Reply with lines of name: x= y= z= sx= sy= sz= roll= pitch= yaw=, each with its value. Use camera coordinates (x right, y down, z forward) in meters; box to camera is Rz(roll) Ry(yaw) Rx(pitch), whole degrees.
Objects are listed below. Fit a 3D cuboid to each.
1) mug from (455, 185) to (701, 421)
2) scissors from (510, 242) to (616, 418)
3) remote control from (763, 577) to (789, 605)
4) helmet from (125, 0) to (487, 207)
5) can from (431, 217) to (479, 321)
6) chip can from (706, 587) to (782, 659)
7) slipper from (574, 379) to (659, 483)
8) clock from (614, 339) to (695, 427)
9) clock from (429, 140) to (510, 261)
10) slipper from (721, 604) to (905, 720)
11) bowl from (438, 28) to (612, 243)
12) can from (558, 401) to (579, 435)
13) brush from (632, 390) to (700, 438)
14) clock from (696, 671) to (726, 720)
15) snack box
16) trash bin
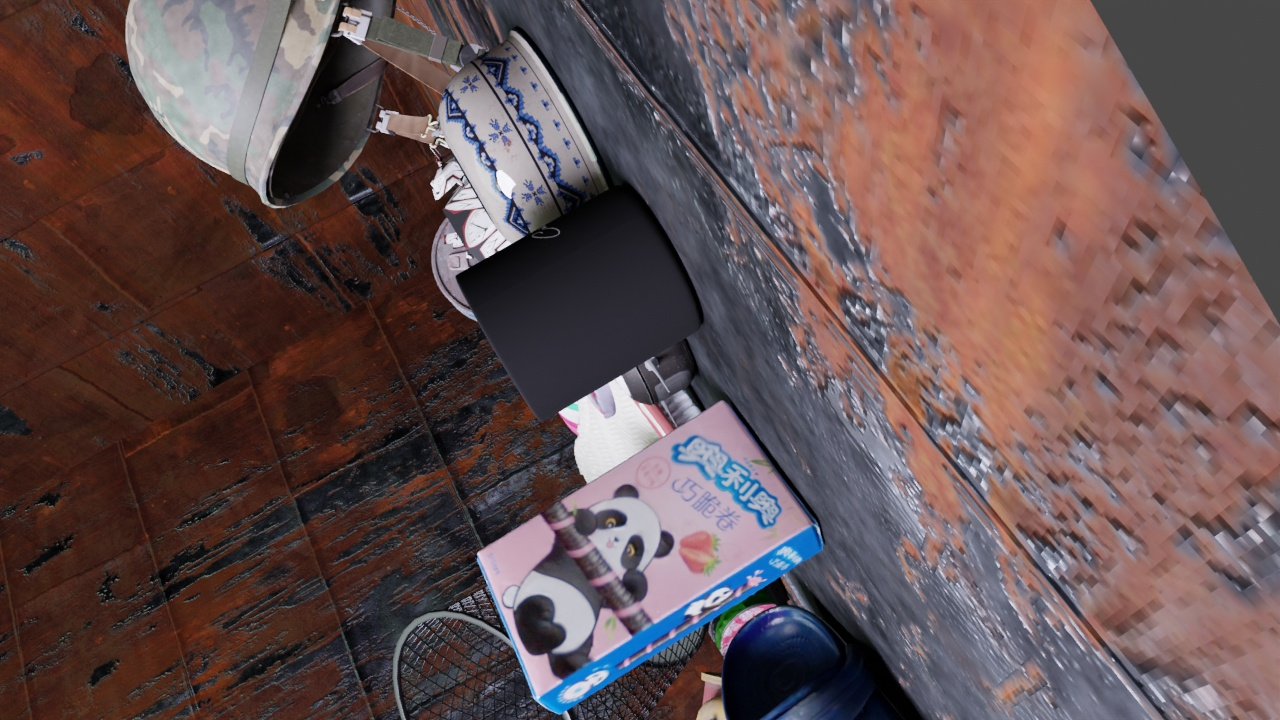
mug: x=-0.032 y=-0.030 z=0.444 sx=0.078 sy=0.088 sz=0.113 roll=61 pitch=175 yaw=-15
scissors: x=-0.058 y=-0.031 z=0.591 sx=0.168 sy=0.014 sz=0.170 roll=67 pitch=171 yaw=-26
remote control: x=0.087 y=0.157 z=0.794 sx=0.034 sy=0.013 sz=0.150 roll=62 pitch=175 yaw=-25
helmet: x=-0.212 y=-0.213 z=0.628 sx=0.236 sy=0.224 sz=0.193 roll=35 pitch=171 yaw=-5
can: x=-0.151 y=-0.105 z=0.966 sx=0.130 sy=0.130 sz=0.044 roll=59 pitch=176 yaw=6
chip can: x=0.070 y=0.202 z=0.881 sx=0.075 sy=0.075 sz=0.223 roll=62 pitch=175 yaw=-25
slipper: x=-0.005 y=0.058 z=0.737 sx=0.114 sy=0.053 sz=0.273 roll=33 pitch=152 yaw=21
clock: x=-0.010 y=-0.021 z=0.539 sx=0.122 sy=0.043 sz=0.091 roll=58 pitch=175 yaw=20
clock: x=-0.125 y=-0.119 z=0.767 sx=0.154 sy=0.065 sz=0.114 roll=50 pitch=-165 yaw=2
slipper: x=0.092 y=0.208 z=0.488 sx=0.095 sy=0.105 sz=0.252 roll=54 pitch=180 yaw=-19
bowl: x=-0.064 y=-0.107 z=0.486 sx=0.115 sy=0.059 sz=0.115 roll=59 pitch=175 yaw=8
can: x=-0.043 y=0.023 z=0.874 sx=0.088 sy=0.088 sz=0.166 roll=59 pitch=175 yaw=14
brush: x=-0.004 y=0.004 z=0.600 sx=0.172 sy=0.030 sz=0.041 roll=52 pitch=171 yaw=3
clock: x=0.101 y=0.306 z=0.747 sx=0.159 sy=0.117 sz=0.081 roll=56 pitch=-139 yaw=-70
snack box: x=0.002 y=0.095 z=0.458 sx=0.088 sy=0.154 sz=0.033 roll=57 pitch=178 yaw=38
trash bin: x=-0.058 y=0.239 z=0.748 sx=0.209 sy=0.185 sz=0.184 roll=-26 pitch=-96 yaw=-53
